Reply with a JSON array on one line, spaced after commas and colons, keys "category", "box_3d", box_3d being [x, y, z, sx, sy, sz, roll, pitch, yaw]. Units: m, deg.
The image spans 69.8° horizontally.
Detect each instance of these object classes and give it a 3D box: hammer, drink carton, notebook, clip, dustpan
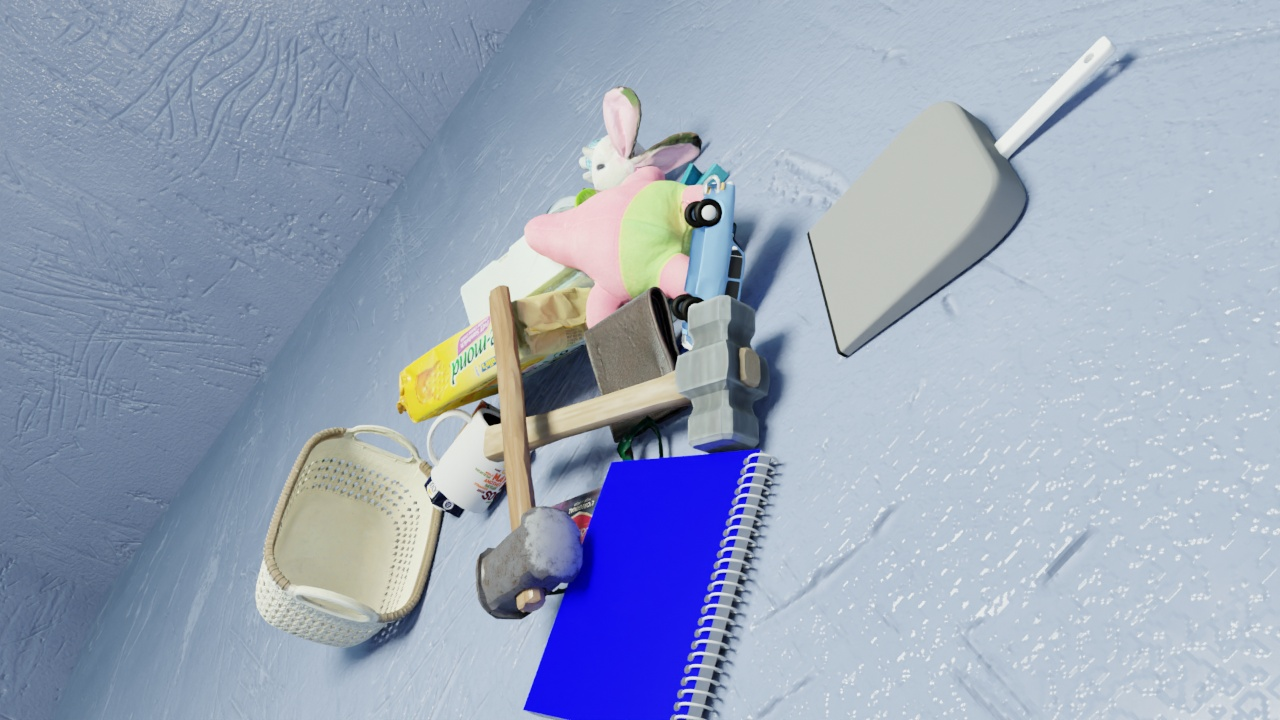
[{"category": "hammer", "box_3d": [-0.030, 0.044, 0.804, 0.324, 0.051, 0.117, -19, 61, 41]}, {"category": "drink carton", "box_3d": [-0.203, 0.116, 1.092, 0.130, 0.040, 0.064, -56, 26, 0]}, {"category": "notebook", "box_3d": [0.008, 0.166, 0.676, 0.172, 0.022, 0.208, -11, 50, 45]}, {"category": "clip", "box_3d": [0.051, -0.161, 1.001, 0.127, 0.028, 0.113, -53, 24, 4]}, {"category": "hammer", "box_3d": [-0.111, 0.062, 0.810, 0.098, 0.052, 0.327, -45, 43, 39]}, {"category": "dustpan", "box_3d": [0.228, -0.133, 0.668, 0.258, 0.033, 0.162, -49, 25, 33]}]

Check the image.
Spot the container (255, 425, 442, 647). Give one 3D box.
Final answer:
[{"category": "container", "box_3d": [-0.344, 0.210, 1.077, 0.143, 0.184, 0.245, -50, 23, 35]}]

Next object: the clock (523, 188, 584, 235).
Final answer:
[{"category": "clock", "box_3d": [-0.093, -0.153, 1.160, 0.130, 0.090, 0.052, -41, 24, 19]}]

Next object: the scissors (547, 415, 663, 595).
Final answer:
[{"category": "scissors", "box_3d": [-0.042, 0.150, 0.777, 0.205, 0.015, 0.201, -27, 40, 26]}]

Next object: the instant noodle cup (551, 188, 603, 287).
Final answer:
[{"category": "instant noodle cup", "box_3d": [-0.063, -0.131, 1.090, 0.108, 0.099, 0.098, -45, 27, 37]}]

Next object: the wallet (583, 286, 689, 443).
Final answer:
[{"category": "wallet", "box_3d": [-0.005, 0.005, 0.848, 0.100, 0.031, 0.120, -31, 65, 40]}]

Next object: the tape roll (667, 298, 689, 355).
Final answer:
[{"category": "tape roll", "box_3d": [0.032, -0.028, 0.887, 0.093, 0.016, 0.091, -9, 52, 56]}]

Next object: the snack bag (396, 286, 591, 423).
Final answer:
[{"category": "snack bag", "box_3d": [-0.154, -0.009, 1.016, 0.248, 0.068, 0.159, -27, -2, 36]}]

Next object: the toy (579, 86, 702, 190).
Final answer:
[{"category": "toy", "box_3d": [-0.035, -0.243, 1.132, 0.206, 0.131, 0.105, -3, 57, 63]}]

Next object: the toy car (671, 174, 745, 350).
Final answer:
[{"category": "toy car", "box_3d": [0.063, -0.084, 0.805, 0.056, 0.054, 0.153, -139, 56, -79]}]

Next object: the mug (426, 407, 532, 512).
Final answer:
[{"category": "mug", "box_3d": [-0.185, 0.101, 1.008, 0.090, 0.105, 0.073, -51, 14, 9]}]

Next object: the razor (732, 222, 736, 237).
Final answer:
[{"category": "razor", "box_3d": [0.056, -0.106, 0.934, 0.144, 0.022, 0.042, -9, 65, 62]}]

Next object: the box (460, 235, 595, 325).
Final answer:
[{"category": "box", "box_3d": [-0.123, -0.080, 1.084, 0.198, 0.125, 0.075, -29, 37, 43]}]

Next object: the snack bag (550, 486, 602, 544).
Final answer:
[{"category": "snack bag", "box_3d": [-0.075, 0.164, 0.847, 0.156, 0.018, 0.074, -27, 39, 42]}]

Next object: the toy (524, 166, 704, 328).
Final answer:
[{"category": "toy", "box_3d": [-0.023, -0.119, 0.925, 0.237, 0.096, 0.191, 8, 72, 37]}]
